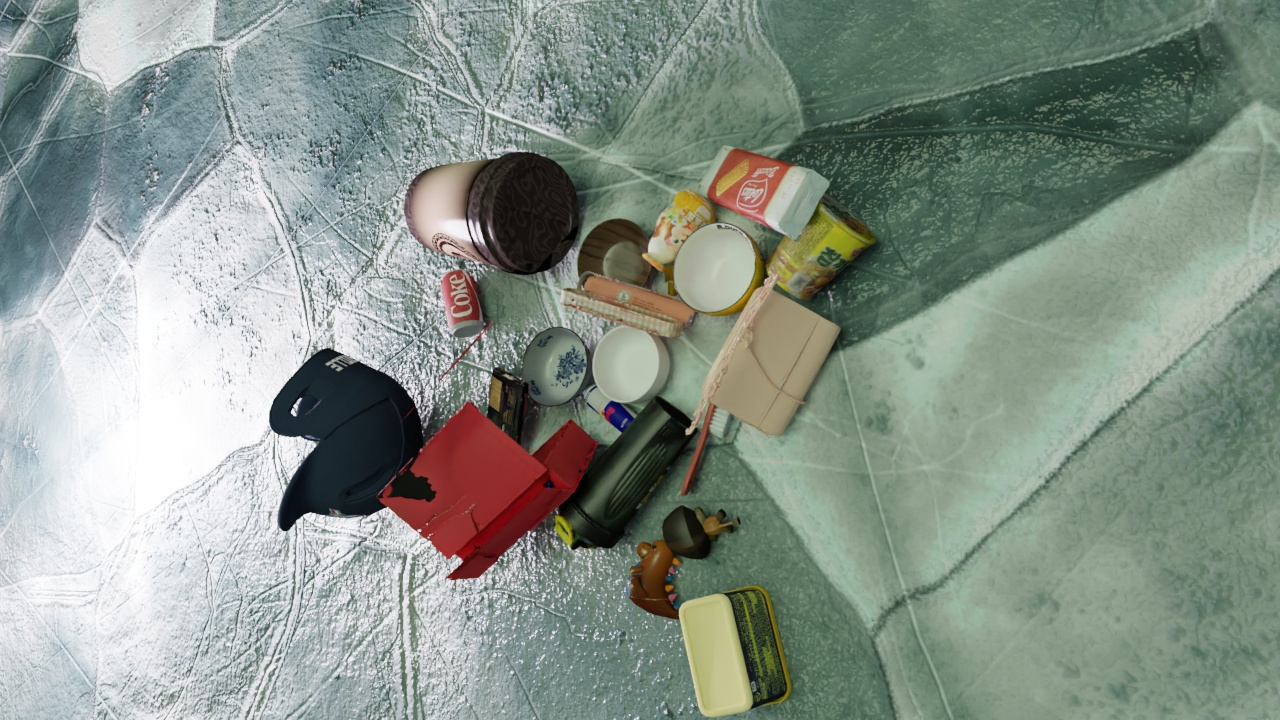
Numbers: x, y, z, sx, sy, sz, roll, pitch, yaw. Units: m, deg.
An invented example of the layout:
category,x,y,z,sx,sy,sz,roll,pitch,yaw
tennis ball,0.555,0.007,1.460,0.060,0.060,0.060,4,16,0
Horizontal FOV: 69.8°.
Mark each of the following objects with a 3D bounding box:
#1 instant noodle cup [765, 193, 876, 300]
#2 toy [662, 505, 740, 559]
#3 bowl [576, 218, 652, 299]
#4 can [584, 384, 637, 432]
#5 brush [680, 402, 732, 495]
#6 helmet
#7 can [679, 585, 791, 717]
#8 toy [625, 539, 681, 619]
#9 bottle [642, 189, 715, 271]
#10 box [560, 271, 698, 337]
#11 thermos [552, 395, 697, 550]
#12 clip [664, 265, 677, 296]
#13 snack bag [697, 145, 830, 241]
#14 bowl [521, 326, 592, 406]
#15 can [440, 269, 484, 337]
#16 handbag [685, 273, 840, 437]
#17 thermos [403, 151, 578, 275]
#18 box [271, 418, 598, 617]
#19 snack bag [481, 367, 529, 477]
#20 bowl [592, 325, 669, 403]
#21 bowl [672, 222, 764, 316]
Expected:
category,x,y,z,sx,sy,sz,roll,pitch,yaw
instant noodle cup,0.208,-0.133,1.090,0.108,0.102,0.102,-52,59,25
toy,0.077,0.208,1.133,0.100,0.062,0.076,-22,108,22
bowl,-0.030,-0.135,1.271,0.119,0.032,0.119,-3,85,28
can,-0.036,0.068,1.242,0.095,0.032,0.032,36,101,32
brush,0.091,0.093,1.156,0.030,0.041,0.172,19,92,16
helmet,-0.448,0.141,1.376,0.223,0.232,0.272,36,79,-5
can,0.108,0.335,1.059,0.075,0.104,0.135,-22,70,28
toy,0.033,0.279,1.161,0.103,0.070,0.090,24,81,11
bottle,0.048,-0.170,1.206,0.063,0.063,0.109,41,95,31
box,-0.018,-0.074,1.209,0.187,0.054,0.078,18,59,27
thermos,-0.023,0.151,1.184,0.221,0.098,0.098,-51,60,11
clip,0.054,-0.103,1.212,0.048,0.054,0.045,25,74,10
snack bag,0.142,-0.209,1.117,0.077,0.041,0.225,-61,27,8
bowl,-0.109,0.011,1.291,0.114,0.045,0.114,-6,78,31
can,-0.274,-0.088,1.409,0.054,0.054,0.096,-25,69,27
handbag,0.148,0.016,1.042,0.116,0.187,0.199,29,94,0
thermos,-0.226,-0.217,1.341,0.226,0.172,0.172,11,87,40
box,-0.215,0.195,1.112,0.212,0.408,0.107,-43,75,26
snack bag,-0.197,0.091,1.320,0.075,0.018,0.155,26,113,40
bowl,-0.007,0.007,1.222,0.105,0.054,0.105,-5,81,31
bowl,0.107,-0.110,1.161,0.117,0.067,0.117,-6,78,32
